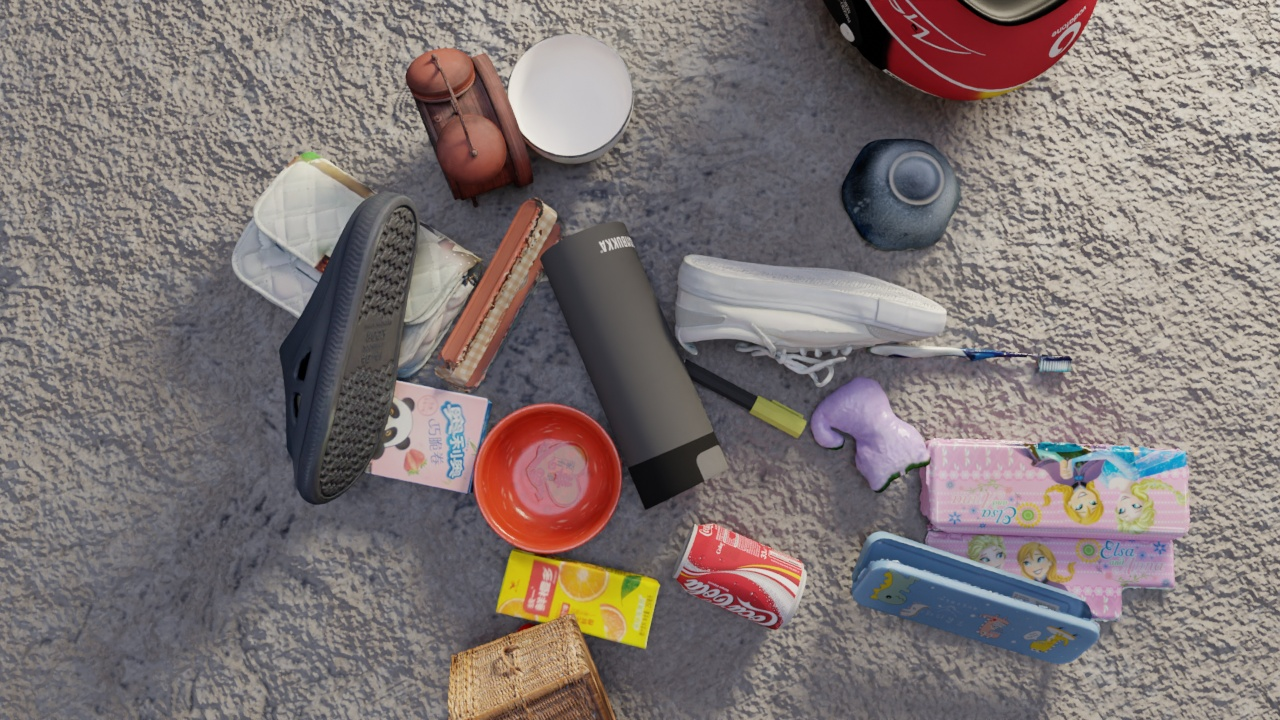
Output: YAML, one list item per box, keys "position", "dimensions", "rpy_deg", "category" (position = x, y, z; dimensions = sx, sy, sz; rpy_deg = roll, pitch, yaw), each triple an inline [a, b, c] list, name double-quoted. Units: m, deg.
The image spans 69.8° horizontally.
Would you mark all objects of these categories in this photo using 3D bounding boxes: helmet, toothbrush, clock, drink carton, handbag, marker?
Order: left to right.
- position: [-0.255, -0.083, 0.821]
  dimensions: [0.195, 0.072, 0.138]
  rpy_deg: [31, 86, 2]
  category: "handbag"
- position: [-0.148, -0.202, 0.790]
  dimensions: [0.072, 0.158, 0.120]
  rpy_deg: [-22, 85, -8]
  category: "clock"
- position: [-0.055, 0.208, 0.810]
  dimensions: [0.134, 0.043, 0.058]
  rpy_deg: [13, 83, 0]
  category: "drink carton"
- position: [0.093, 0.033, 0.837]
  dimensions: [0.124, 0.018, 0.021]
  rpy_deg: [28, 52, 4]
  category: "marker"
- position: [0.251, -0.347, 0.765]
  dimensions: [0.197, 0.224, 0.271]
  rpy_deg: [-40, 99, -1]
  category: "helmet"
- position: [0.301, -0.003, 0.841]
  dimensions: [0.189, 0.016, 0.017]
  rpy_deg: [4, 95, 0]
  category: "toothbrush"

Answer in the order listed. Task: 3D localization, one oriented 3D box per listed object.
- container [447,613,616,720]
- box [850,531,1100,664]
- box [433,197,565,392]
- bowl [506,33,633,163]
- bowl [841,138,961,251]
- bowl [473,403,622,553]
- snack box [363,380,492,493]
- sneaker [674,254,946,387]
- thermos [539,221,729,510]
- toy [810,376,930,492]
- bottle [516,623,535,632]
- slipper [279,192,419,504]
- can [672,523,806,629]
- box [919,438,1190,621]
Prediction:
- position: [-0.071, 0.321, 0.742]
  dimensions: [0.112, 0.114, 0.198]
  rpy_deg: [-21, 103, -6]
  category: "container"
- position: [0.286, 0.213, 0.786]
  dimensions: [0.210, 0.059, 0.068]
  rpy_deg: [18, 103, -1]
  category: "box"
- position: [-0.127, -0.057, 0.842]
  dimensions: [0.056, 0.064, 0.188]
  rpy_deg: [29, 88, 39]
  category: "box"
- position: [-0.062, -0.232, 0.839]
  dimensions: [0.113, 0.063, 0.113]
  rpy_deg: [0, 84, 0]
  category: "bowl"
- position: [0.243, -0.157, 0.835]
  dimensions: [0.110, 0.055, 0.110]
  rpy_deg: [0, 84, -1]
  category: "bowl"
- position: [-0.081, 0.104, 0.817]
  dimensions: [0.130, 0.045, 0.130]
  rpy_deg: [0, 85, 0]
  category: "bowl"
- position: [-0.217, 0.063, 0.827]
  dimensions: [0.154, 0.033, 0.088]
  rpy_deg: [12, 85, 1]
  category: "snack box"
- position: [0.146, -0.031, 0.815]
  dimensions: [0.242, 0.089, 0.091]
  rpy_deg: [7, 111, -8]
  category: "sneaker"
- position: [-0.005, 0.005, 0.807]
  dimensions: [0.082, 0.082, 0.240]
  rpy_deg: [-23, 85, -2]
  category: "thermos"
- position: [0.203, 0.068, 0.823]
  dimensions: [0.080, 0.036, 0.099]
  rpy_deg: [-34, 78, 9]
  category: "toy"
- position: [-0.128, 0.285, 0.805]
  dimensions: [0.036, 0.036, 0.119]
  rpy_deg: [44, 87, 4]
  category: "bottle"
- position: [-0.250, -0.011, 0.739]
  dimensions: [0.083, 0.110, 0.268]
  rpy_deg: [18, 103, 8]
  category: "slipper"
- position: [0.086, 0.186, 0.799]
  dimensions: [0.105, 0.064, 0.064]
  rpy_deg: [23, 85, 2]
  category: "can"
- position: [0.367, 0.153, 0.817]
  dimensions: [0.230, 0.035, 0.159]
  rpy_deg: [2, 84, 1]
  category: "box"
